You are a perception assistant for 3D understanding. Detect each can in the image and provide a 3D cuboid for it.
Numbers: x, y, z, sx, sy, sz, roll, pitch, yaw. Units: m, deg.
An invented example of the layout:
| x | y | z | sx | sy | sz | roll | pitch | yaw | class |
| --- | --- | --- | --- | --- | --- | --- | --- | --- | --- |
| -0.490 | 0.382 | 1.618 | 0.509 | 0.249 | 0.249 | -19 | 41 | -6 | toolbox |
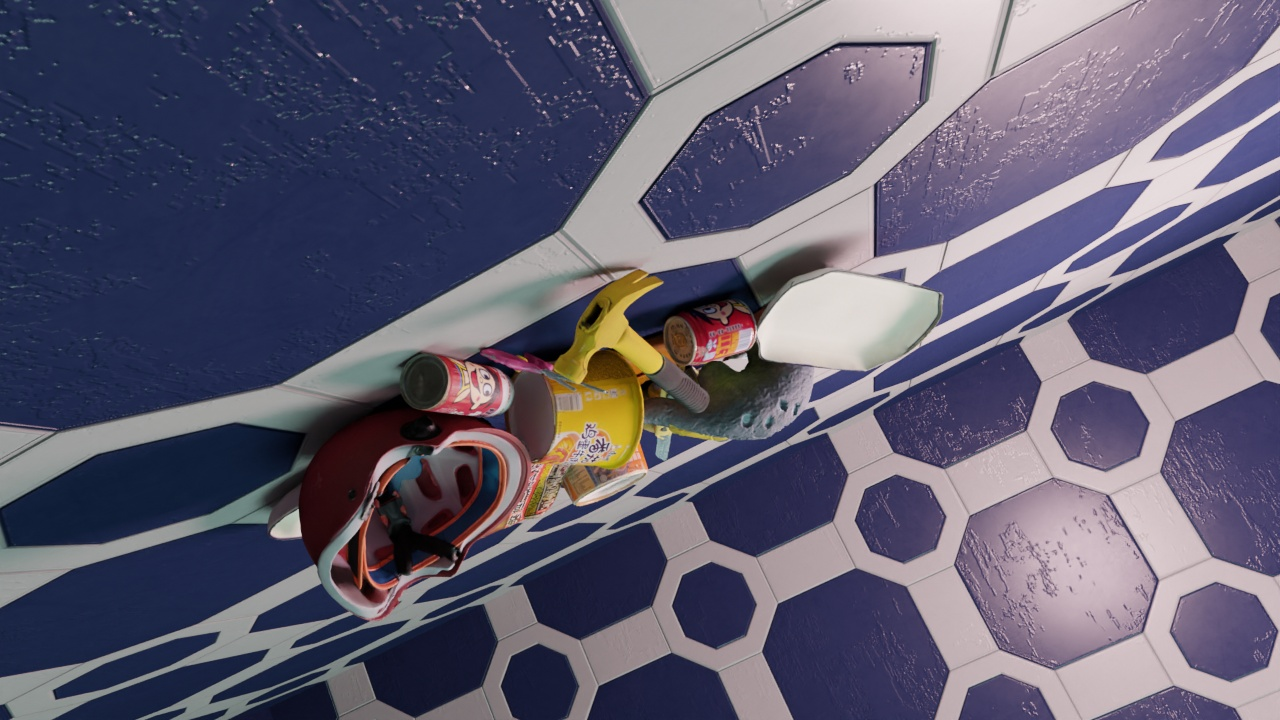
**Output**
| x | y | z | sx | sy | sz | roll | pitch | yaw | class |
| --- | --- | --- | --- | --- | --- | --- | --- | --- | --- |
| -0.176 | 0.027 | 0.902 | 0.053 | 0.053 | 0.132 | -29 | 164 | 15 | can |
| 0.081 | -0.033 | 1.083 | 0.093 | 0.066 | 0.067 | -16 | 163 | -32 | can |

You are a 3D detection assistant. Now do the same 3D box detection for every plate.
| x | y | z | sx | sy | sz | roll | pitch | yaw | class |
| --- | --- | --- | --- | --- | --- | --- | --- | --- | --- |
| -0.352 | 0.158 | 1.097 | 0.192 | 0.039 | 0.192 | -23 | 165 | -7 | plate |
| 0.257 | -0.055 | 1.142 | 0.265 | 0.034 | 0.162 | 6 | 137 | -30 | plate |

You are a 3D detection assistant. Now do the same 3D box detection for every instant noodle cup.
| x | y | z | sx | sy | sz | roll | pitch | yaw | class |
| --- | --- | --- | --- | --- | --- | --- | --- | --- | --- |
| -0.190 | 0.169 | 1.252 | 0.188 | 0.079 | 0.165 | -20 | 149 | -41 | instant noodle cup |
| -0.080 | 0.058 | 1.027 | 0.109 | 0.138 | 0.138 | -2 | 154 | -38 | instant noodle cup |
| -0.064 | 0.139 | 1.350 | 0.151 | 0.111 | 0.151 | -23 | 165 | -7 | instant noodle cup |

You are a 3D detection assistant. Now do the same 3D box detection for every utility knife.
| x | y | z | sx | sy | sz | roll | pitch | yaw | class |
| --- | --- | --- | --- | --- | --- | --- | --- | --- | --- |
| 0.039 | 0.063 | 1.269 | 0.031 | 0.020 | 0.191 | 0 | 128 | -11 | utility knife |

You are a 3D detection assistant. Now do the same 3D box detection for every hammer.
| x | y | z | sx | sy | sz | roll | pitch | yaw | class |
| --- | --- | --- | --- | --- | --- | --- | --- | --- | --- |
| 0.013 | 0.002 | 0.965 | 0.128 | 0.033 | 0.300 | -57 | 152 | -4 | hammer |

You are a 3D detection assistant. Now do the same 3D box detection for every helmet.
| x | y | z | sx | sy | sz | roll | pitch | yaw | class |
| --- | --- | --- | --- | --- | --- | --- | --- | --- | --- |
| -0.249 | 0.131 | 0.960 | 0.239 | 0.144 | 0.207 | -31 | 141 | -31 | helmet |

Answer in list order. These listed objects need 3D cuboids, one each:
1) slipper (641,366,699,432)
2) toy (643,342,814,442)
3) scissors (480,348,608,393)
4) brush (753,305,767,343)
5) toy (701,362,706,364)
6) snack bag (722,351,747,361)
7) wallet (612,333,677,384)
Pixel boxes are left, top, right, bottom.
| x | y | z | sx | sy | sz | roll | pitch | yaw | class |
| --- | --- | --- | --- | --- | --- | --- | --- | --- | --- |
| 0.074 | 0.045 | 1.340 | 0.190 | 0.091 | 0.082 | -10 | 121 | -18 | slipper |
| 0.159 | 0.033 | 1.255 | 0.355 | 0.138 | 0.092 | -30 | 165 | -25 | toy |
| -0.095 | 0.011 | 0.927 | 0.133 | 0.017 | 0.130 | 18 | -176 | 0 | scissors |
| 0.212 | -0.066 | 1.183 | 0.146 | 0.063 | 0.069 | -34 | 176 | 26 | brush |
| 0.096 | -0.023 | 1.184 | 0.099 | 0.031 | 0.097 | -35 | 166 | -31 | toy |
| 0.155 | -0.019 | 1.322 | 0.104 | 0.026 | 0.048 | -8 | 138 | -44 | snack bag |
| -0.007 | 0.007 | 1.153 | 0.130 | 0.035 | 0.119 | -20 | 158 | -21 | wallet |
